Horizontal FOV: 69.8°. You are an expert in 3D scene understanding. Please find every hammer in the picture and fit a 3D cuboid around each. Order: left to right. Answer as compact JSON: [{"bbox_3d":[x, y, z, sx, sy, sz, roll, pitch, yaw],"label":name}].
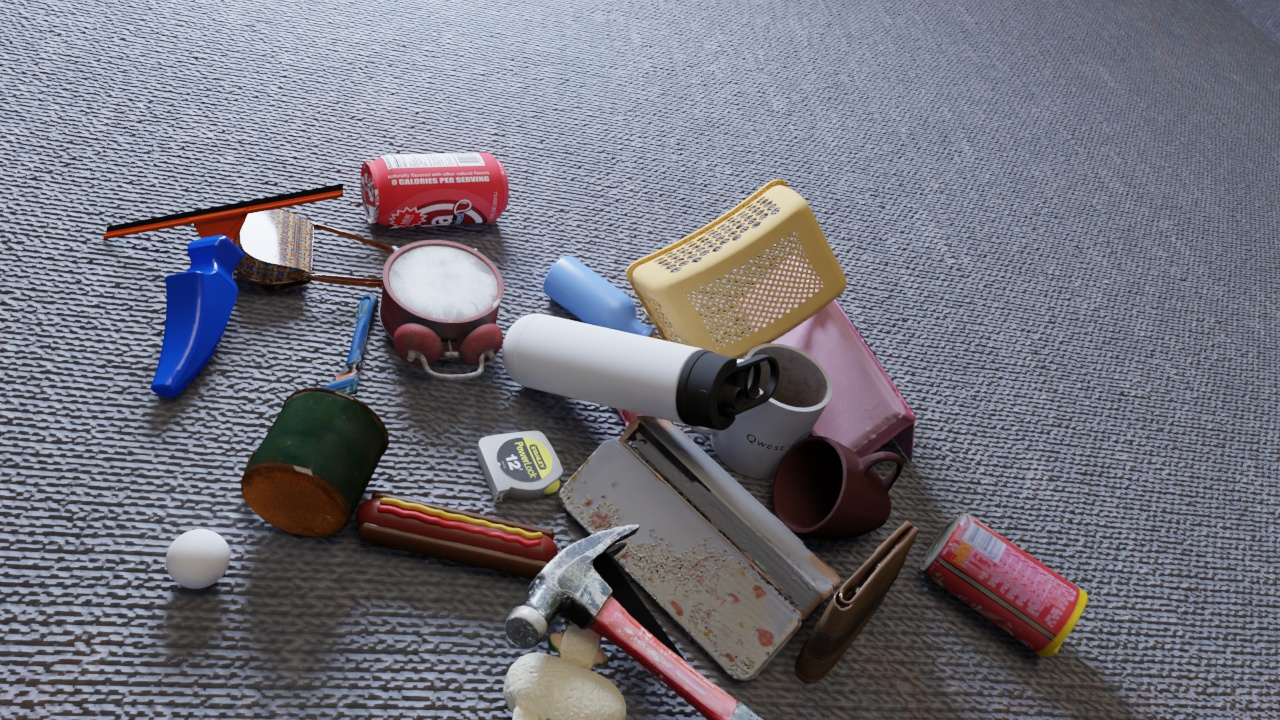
[{"bbox_3d":[0.064,0.242,0.643,0.326,0.036,0.140,38,32,6],"label":"hammer"}]

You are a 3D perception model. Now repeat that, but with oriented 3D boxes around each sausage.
[{"bbox_3d":[-0.139,0.134,0.701,0.155,0.040,0.040,14,43,-7],"label":"sausage"}]

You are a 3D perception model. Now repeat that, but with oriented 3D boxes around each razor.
[{"bbox_3d":[-0.254,-0.012,0.822,0.044,0.018,0.140,-16,40,14],"label":"razor"}]

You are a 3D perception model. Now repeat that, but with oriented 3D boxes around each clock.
[{"bbox_3d":[-0.181,-0.038,0.844,0.109,0.062,0.156,-1,48,-22],"label":"clock"}]

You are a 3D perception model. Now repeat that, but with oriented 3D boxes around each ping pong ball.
[{"bbox_3d":[-0.305,0.137,0.633,0.040,0.040,0.040,11,43,-11],"label":"ping pong ball"}]

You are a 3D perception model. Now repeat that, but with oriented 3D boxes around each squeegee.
[{"bbox_3d":[-0.374,-0.052,0.778,0.250,0.055,0.184,-6,56,15],"label":"squeegee"}]

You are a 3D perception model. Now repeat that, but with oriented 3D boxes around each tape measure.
[{"bbox_3d":[-0.102,0.090,0.777,0.064,0.017,0.064,-9,50,-28],"label":"tape measure"}]

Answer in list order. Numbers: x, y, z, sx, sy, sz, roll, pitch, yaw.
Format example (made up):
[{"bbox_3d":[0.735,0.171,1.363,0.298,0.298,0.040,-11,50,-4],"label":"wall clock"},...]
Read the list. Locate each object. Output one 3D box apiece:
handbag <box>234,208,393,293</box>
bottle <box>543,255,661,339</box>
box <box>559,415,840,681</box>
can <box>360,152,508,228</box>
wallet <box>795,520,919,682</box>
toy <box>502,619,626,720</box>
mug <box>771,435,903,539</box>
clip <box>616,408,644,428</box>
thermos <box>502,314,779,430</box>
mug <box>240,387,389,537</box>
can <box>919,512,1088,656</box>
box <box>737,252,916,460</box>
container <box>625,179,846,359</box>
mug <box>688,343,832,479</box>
[{"bbox_3d":[-0.290,-0.095,0.892,0.195,0.043,0.093,9,40,-25],"label":"handbag"},{"bbox_3d":[-0.035,-0.052,0.925,0.131,0.048,0.047,36,45,16],"label":"bottle"},{"bbox_3d":[0.048,0.149,0.760,0.217,0.096,0.114,43,18,20],"label":"box"},{"bbox_3d":[-0.215,-0.179,0.966,0.142,0.075,0.074,-8,50,-28],"label":"can"},{"bbox_3d":[0.171,0.189,0.722,0.027,0.099,0.120,36,45,26],"label":"wallet"},{"bbox_3d":[-0.051,0.229,0.630,0.087,0.050,0.112,21,27,-6],"label":"toy"},{"bbox_3d":[0.186,0.113,0.803,0.088,0.114,0.087,23,43,-31],"label":"mug"},{"bbox_3d":[-0.013,0.038,0.853,0.023,0.044,0.060,-8,63,-32],"label":"clip"},{"bbox_3d":[-0.005,0.005,0.802,0.230,0.068,0.101,12,23,33],"label":"thermos"},{"bbox_3d":[-0.256,0.080,0.690,0.111,0.085,0.081,-8,40,20],"label":"mug"},{"bbox_3d":[0.313,0.192,0.795,0.124,0.067,0.066,35,44,15],"label":"can"},{"bbox_3d":[0.205,0.007,0.952,0.106,0.099,0.232,27,28,-46],"label":"box"},{"bbox_3d":[0.094,-0.080,0.907,0.183,0.129,0.167,-31,14,-1],"label":"container"},{"bbox_3d":[0.101,0.045,0.842,0.119,0.097,0.083,8,44,-14],"label":"mug"}]
